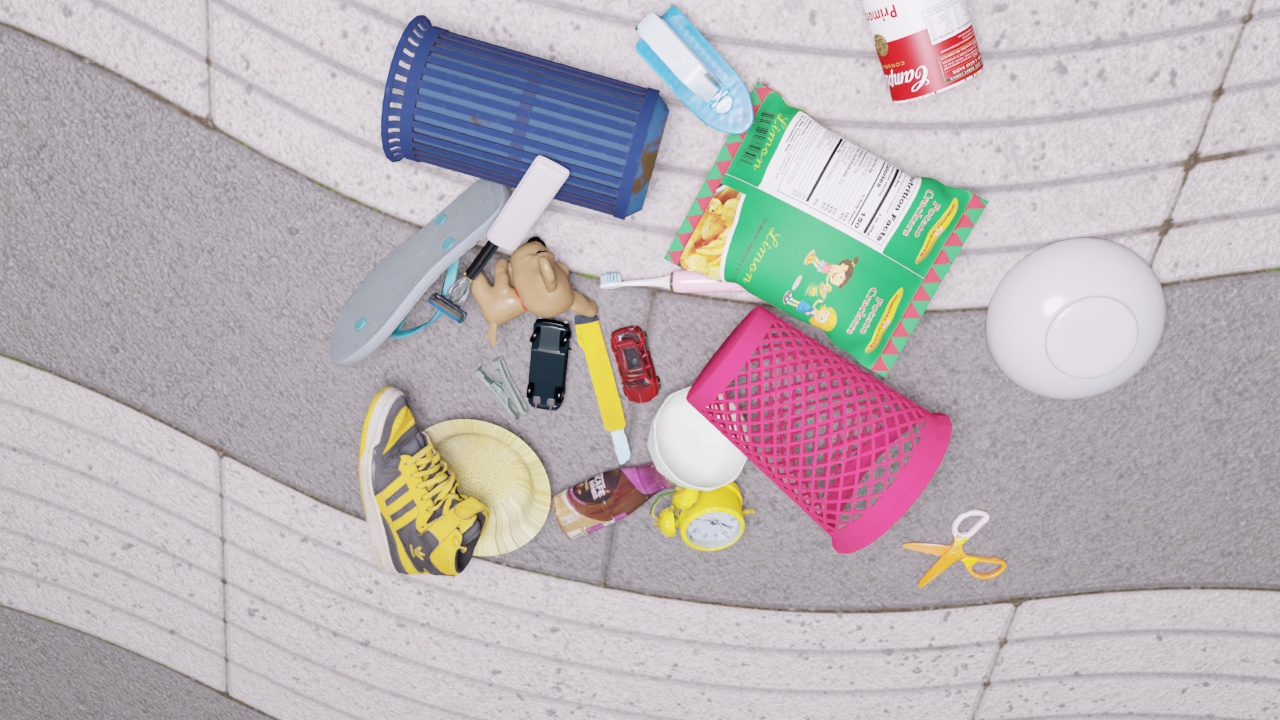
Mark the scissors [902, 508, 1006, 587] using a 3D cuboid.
[{"bbox_3d":[0.374,0.222,1.086,0.125,0.011,0.128,8,111,1],"label":"scissors"}]

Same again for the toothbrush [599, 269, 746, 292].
[{"bbox_3d":[0.066,-0.086,0.983,0.223,0.027,0.026,-1,77,6],"label":"toothbrush"}]

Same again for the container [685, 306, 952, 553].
[{"bbox_3d":[0.175,0.060,0.964,0.226,0.182,0.183,38,111,-2],"label":"container"}]

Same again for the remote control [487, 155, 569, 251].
[{"bbox_3d":[-0.109,-0.146,0.872,0.033,0.012,0.131,25,144,-18],"label":"remote control"}]

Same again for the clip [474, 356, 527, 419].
[{"bbox_3d":[-0.164,0.036,1.062,0.051,0.023,0.078,-12,109,13],"label":"clip"}]

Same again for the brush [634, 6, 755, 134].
[{"bbox_3d":[0.056,-0.268,0.868,0.055,0.075,0.136,-43,87,19],"label":"brush"}]

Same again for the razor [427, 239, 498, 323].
[{"bbox_3d":[-0.160,-0.106,0.940,0.043,0.022,0.144,35,100,-16],"label":"razor"}]

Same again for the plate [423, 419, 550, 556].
[{"bbox_3d":[-0.196,0.146,1.102,0.184,0.036,0.184,2,112,6],"label":"plate"}]

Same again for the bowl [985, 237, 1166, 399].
[{"bbox_3d":[0.453,-0.033,0.943,0.176,0.066,0.177,2,112,5],"label":"bowl"}]

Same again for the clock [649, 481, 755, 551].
[{"bbox_3d":[0.068,0.174,1.063,0.118,0.057,0.083,15,126,-17],"label":"clock"}]

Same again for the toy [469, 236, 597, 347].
[{"bbox_3d":[-0.122,-0.076,0.976,0.108,0.134,0.105,-18,67,14],"label":"toy"}]

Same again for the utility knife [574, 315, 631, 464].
[{"bbox_3d":[-0.041,0.035,1.050,0.030,0.017,0.191,-9,108,15],"label":"utility knife"}]

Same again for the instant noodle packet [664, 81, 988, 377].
[{"bbox_3d":[0.180,-0.128,0.910,0.253,0.090,0.196,29,99,4],"label":"instant noodle packet"}]

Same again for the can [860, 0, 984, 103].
[{"bbox_3d":[0.255,-0.308,0.840,0.087,0.086,0.116,-20,109,13],"label":"can"}]

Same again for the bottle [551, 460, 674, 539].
[{"bbox_3d":[-0.019,0.153,1.075,0.166,0.059,0.059,-25,108,6],"label":"bottle"}]

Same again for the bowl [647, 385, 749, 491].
[{"bbox_3d":[0.058,0.091,1.026,0.117,0.117,0.061,35,154,-9],"label":"bowl"}]

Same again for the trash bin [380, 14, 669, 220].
[{"bbox_3d":[-0.105,-0.227,0.886,0.249,0.139,0.139,15,113,-2],"label":"trash bin"}]

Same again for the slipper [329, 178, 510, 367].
[{"bbox_3d":[-0.233,-0.093,0.992,0.269,0.098,0.054,-44,138,11],"label":"slipper"}]

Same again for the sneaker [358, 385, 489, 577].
[{"bbox_3d":[-0.240,0.146,1.038,0.122,0.085,0.239,7,117,10],"label":"sneaker"}]

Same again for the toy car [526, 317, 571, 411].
[{"bbox_3d":[-0.103,0.004,1.035,0.046,0.034,0.112,9,114,3],"label":"toy car"}]

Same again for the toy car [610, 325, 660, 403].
[{"bbox_3d":[-0.006,0.006,1.027,0.042,0.036,0.091,-11,116,9],"label":"toy car"}]
